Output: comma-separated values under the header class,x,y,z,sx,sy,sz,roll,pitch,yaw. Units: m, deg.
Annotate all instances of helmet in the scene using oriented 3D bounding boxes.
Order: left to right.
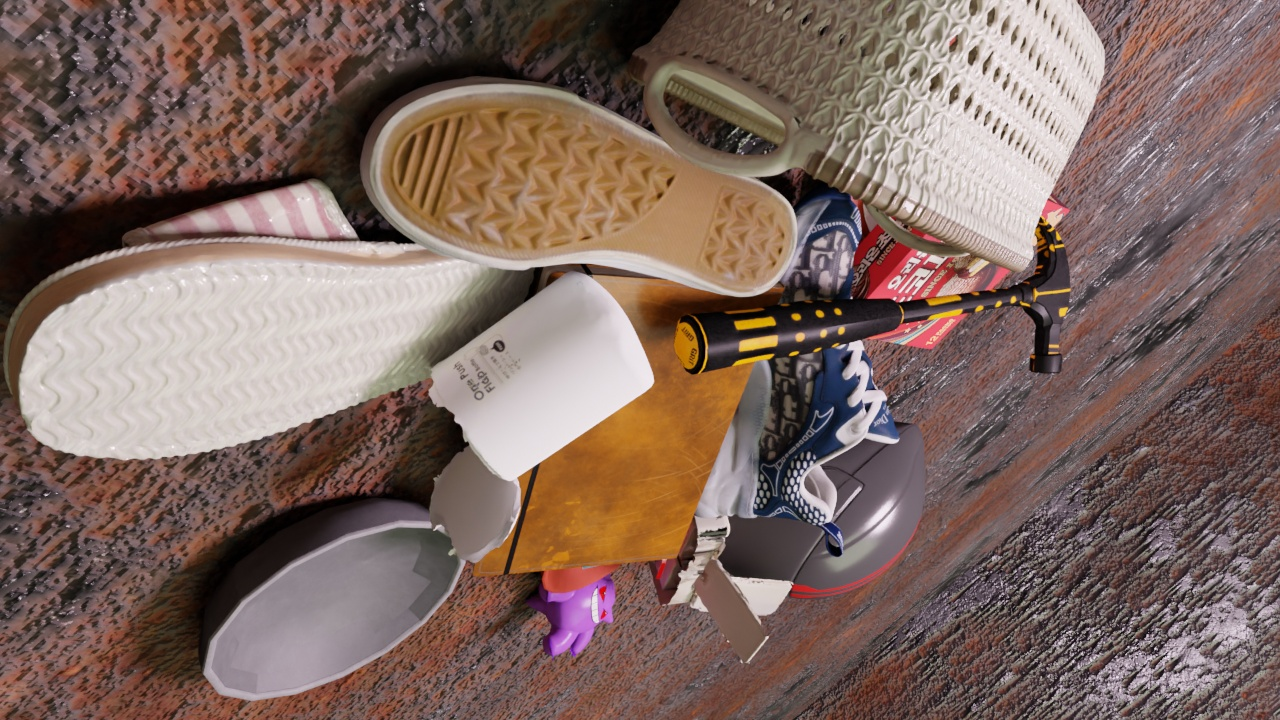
class,x,y,z,sx,sy,sz,roll,pitch,yaw
helmet,0.180,0.146,0.915,0.264,0.170,0.164,-31,149,-17

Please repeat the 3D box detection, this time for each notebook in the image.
class,x,y,z,sx,sy,sz,roll,pitch,yaw
notebook,-0.022,0.053,0.601,0.178,0.014,0.250,1,123,-28

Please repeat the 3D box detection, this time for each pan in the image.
class,x,y,z,sx,sy,sz,roll,pitch,yaw
pan,-0.136,0.131,0.666,0.356,0.041,0.179,-18,144,-33

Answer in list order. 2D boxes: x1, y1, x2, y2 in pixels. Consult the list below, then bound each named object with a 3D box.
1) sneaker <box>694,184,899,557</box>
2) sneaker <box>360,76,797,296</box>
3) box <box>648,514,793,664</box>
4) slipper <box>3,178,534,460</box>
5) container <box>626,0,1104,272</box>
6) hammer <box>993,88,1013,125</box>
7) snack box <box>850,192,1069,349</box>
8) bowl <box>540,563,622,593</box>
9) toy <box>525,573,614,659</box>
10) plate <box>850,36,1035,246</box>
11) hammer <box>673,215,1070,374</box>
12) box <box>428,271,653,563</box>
class,x,y,z,sx,sy,sz,roll,pitch,yaw
sneaker,0.127,0.014,0.658,0.103,0.132,0.270,-40,147,-62
sneaker,-0.029,-0.087,0.472,0.235,0.079,0.087,8,102,-32
box,0.069,0.173,0.812,0.095,0.185,0.146,-21,151,-28
slipper,-0.153,-0.027,0.430,0.262,0.052,0.115,-15,140,-54
container,0.125,-0.141,0.471,0.245,0.184,0.143,4,118,-52
hammer,0.259,-0.242,0.587,0.119,0.031,0.332,-27,139,-24
snack box,0.227,-0.080,0.697,0.132,0.035,0.152,6,133,-41
bowl,-0.042,0.151,0.805,0.121,0.035,0.122,-28,148,-20
toy,-0.061,0.226,0.865,0.087,0.056,0.106,-11,105,-33
plate,0.230,-0.164,0.680,0.229,0.021,0.230,-22,137,-22
hammer,0.165,-0.033,0.599,0.320,0.036,0.123,-8,99,-26
box,-0.068,0.034,0.499,0.162,0.084,0.112,-33,146,-3
